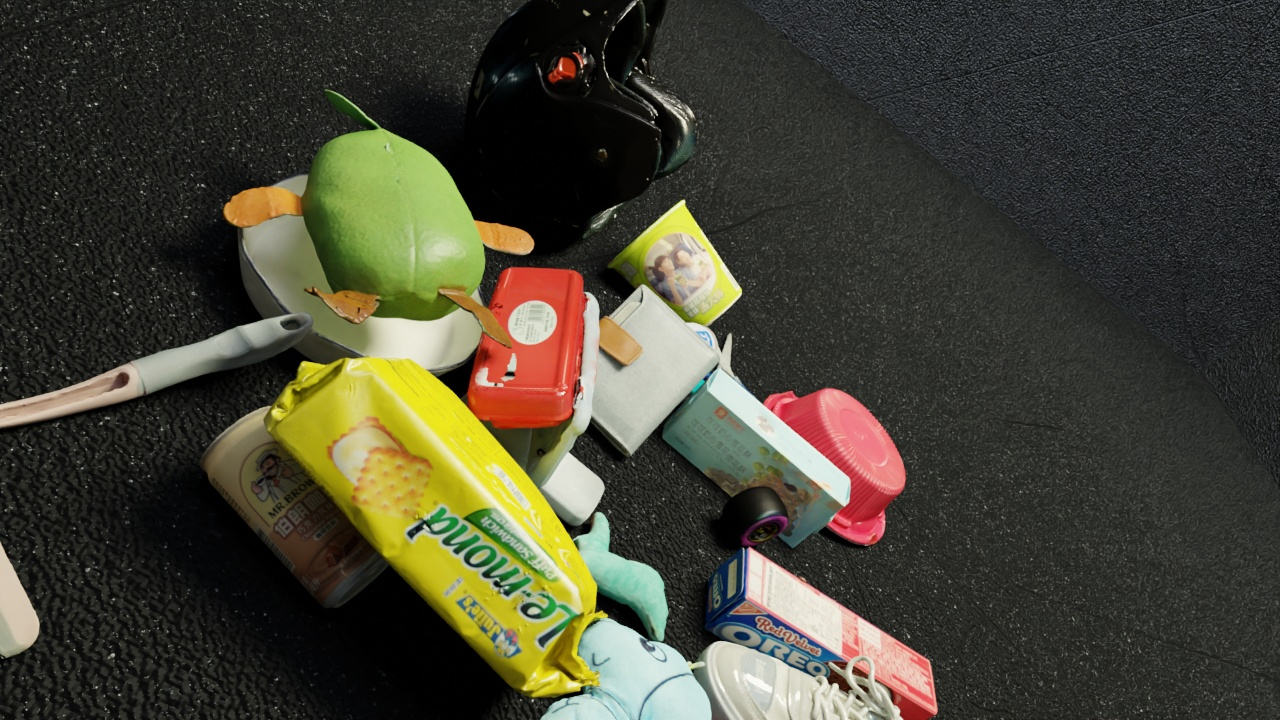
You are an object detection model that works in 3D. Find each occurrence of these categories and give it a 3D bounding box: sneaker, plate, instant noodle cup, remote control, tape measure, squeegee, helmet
[{"bbox_3d":[0.153,0.277,0.679,0.242,0.091,0.089,35,30,-11],"label":"sneaker"},{"bbox_3d":[-0.217,-0.060,0.724,0.205,0.046,0.204,30,32,-21],"label":"plate"},{"bbox_3d":[0.044,-0.094,1.016,0.123,0.112,0.111,49,30,-5],"label":"instant noodle cup"},{"bbox_3d":[-0.089,0.074,0.724,0.136,0.020,0.055,40,29,-3],"label":"remote control"},{"bbox_3d":[0.218,0.099,0.989,0.193,0.066,0.193,32,32,-23],"label":"instant noodle cup"},{"bbox_3d":[0.102,0.139,0.826,0.057,0.058,0.039,10,42,-38],"label":"tape measure"},{"bbox_3d":[-0.302,0.011,0.537,0.248,0.040,0.247,-25,79,-52],"label":"squeegee"},{"bbox_3d":[-0.061,-0.263,0.946,0.230,0.275,0.233,15,19,6],"label":"helmet"}]

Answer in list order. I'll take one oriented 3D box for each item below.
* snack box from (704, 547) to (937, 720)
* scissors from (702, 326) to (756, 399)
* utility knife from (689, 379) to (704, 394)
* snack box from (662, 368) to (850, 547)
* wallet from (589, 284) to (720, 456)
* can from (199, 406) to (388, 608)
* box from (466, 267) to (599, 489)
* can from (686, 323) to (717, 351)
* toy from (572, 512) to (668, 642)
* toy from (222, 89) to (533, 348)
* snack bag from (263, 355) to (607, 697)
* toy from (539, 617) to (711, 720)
[{"bbox_3d":[0.149,0.235,0.760,0.207,0.057,0.058,34,34,-14],"label":"snack box"},{"bbox_3d":[0.092,0.016,1.014,0.162,0.012,0.162,-9,56,-54],"label":"scissors"},{"bbox_3d":[0.065,0.034,0.913,0.187,0.013,0.029,40,41,-34],"label":"utility knife"},{"bbox_3d":[0.110,0.093,0.875,0.175,0.074,0.051,40,32,-4],"label":"snack box"},{"bbox_3d":[-0.005,0.005,0.829,0.106,0.037,0.129,44,69,2],"label":"wallet"},{"bbox_3d":[-0.200,0.087,0.545,0.116,0.059,0.058,46,31,6],"label":"can"},{"bbox_3d":[-0.077,0.012,0.724,0.095,0.099,0.201,2,32,-1],"label":"box"},{"bbox_3d":[0.020,-0.011,0.924,0.134,0.053,0.053,-3,52,-50],"label":"can"},{"bbox_3d":[-0.017,0.158,0.694,0.092,0.030,0.096,33,26,-19],"label":"toy"},{"bbox_3d":[-0.183,-0.096,0.677,0.226,0.090,0.246,6,41,-31],"label":"toy"},{"bbox_3d":[-0.109,0.090,0.562,0.246,0.068,0.158,47,0,0],"label":"snack bag"},{"bbox_3d":[-0.002,0.225,0.586,0.156,0.050,0.161,8,27,-45],"label":"toy"}]
